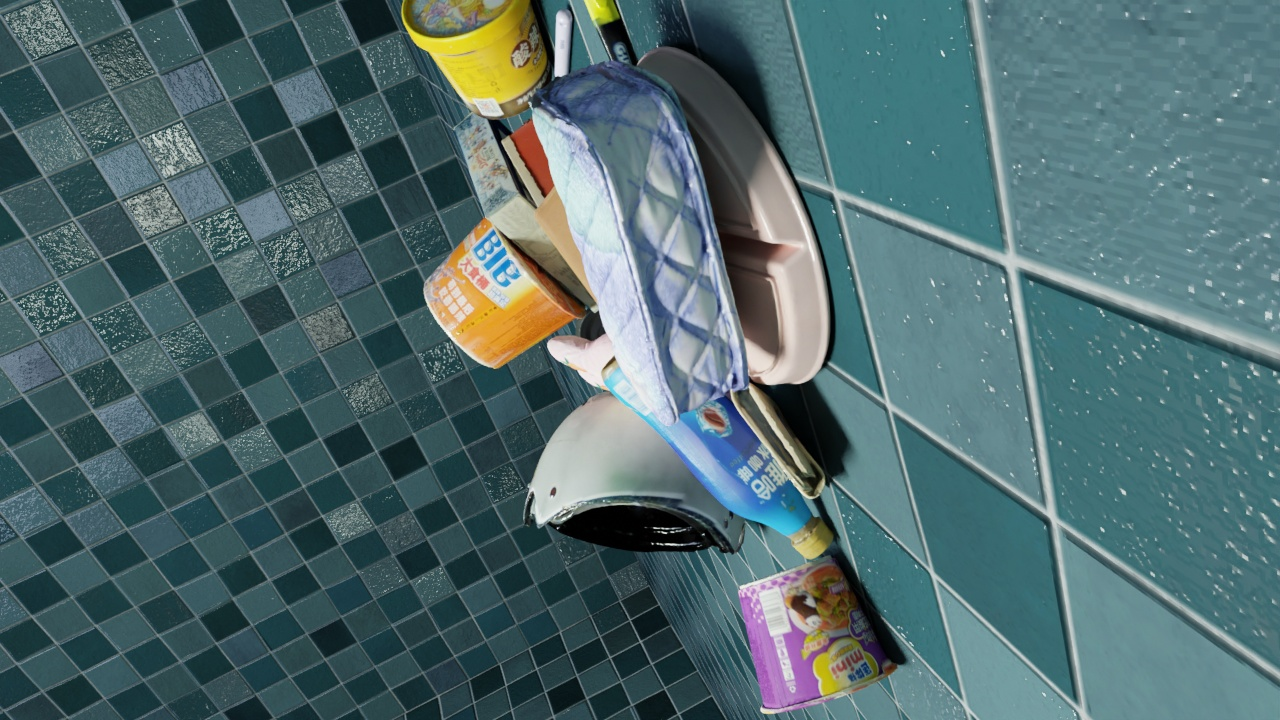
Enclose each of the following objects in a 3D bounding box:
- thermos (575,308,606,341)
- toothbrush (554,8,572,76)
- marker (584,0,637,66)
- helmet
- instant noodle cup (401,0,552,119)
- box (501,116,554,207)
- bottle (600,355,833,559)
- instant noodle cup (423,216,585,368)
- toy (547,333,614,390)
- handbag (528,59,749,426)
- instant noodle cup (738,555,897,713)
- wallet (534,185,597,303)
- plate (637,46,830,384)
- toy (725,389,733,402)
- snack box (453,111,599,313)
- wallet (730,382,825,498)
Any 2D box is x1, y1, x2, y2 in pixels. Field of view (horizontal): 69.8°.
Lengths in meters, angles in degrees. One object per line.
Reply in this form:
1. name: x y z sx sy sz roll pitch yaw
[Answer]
1. thermos: -0.049 -0.025 1.129 0.068 0.090 0.242 21 180 -6
2. toothbrush: -0.072 -0.263 0.828 0.189 0.029 0.021 123 158 -79
3. marker: -0.017 -0.220 0.630 0.124 0.018 0.015 66 173 -19
4. helmet: 0.000 0.111 0.939 0.274 0.230 0.156 90 -172 -76
5. instant noodle cup: -0.144 -0.299 0.858 0.118 0.118 0.114 59 177 33
6. box: -0.054 -0.156 0.869 0.168 0.076 0.091 61 -171 25
7. bottle: 0.065 0.066 0.704 0.218 0.065 0.065 45 173 -6
8. instant noodle cup: -0.146 -0.071 0.962 0.151 0.111 0.151 49 -168 -14
9. toy: -0.005 0.005 0.826 0.160 0.054 0.121 2 157 36
10. handbag: 0.004 -0.067 0.538 0.134 0.075 0.194 50 161 56
11. instant noodle cup: 0.133 0.214 0.731 0.112 0.111 0.099 93 159 -73
12. wallet: -0.024 -0.109 0.761 0.031 0.108 0.131 -10 -121 -52
13. plate: 0.042 -0.083 0.584 0.229 0.028 0.230 58 166 23
14. toy: 0.062 0.002 0.728 0.084 0.038 0.108 30 143 42
15. snack box: -0.109 -0.161 0.980 0.178 0.046 0.182 41 -163 -44
16. wallet: 0.100 0.057 0.635 0.087 0.024 0.115 60 -172 16
